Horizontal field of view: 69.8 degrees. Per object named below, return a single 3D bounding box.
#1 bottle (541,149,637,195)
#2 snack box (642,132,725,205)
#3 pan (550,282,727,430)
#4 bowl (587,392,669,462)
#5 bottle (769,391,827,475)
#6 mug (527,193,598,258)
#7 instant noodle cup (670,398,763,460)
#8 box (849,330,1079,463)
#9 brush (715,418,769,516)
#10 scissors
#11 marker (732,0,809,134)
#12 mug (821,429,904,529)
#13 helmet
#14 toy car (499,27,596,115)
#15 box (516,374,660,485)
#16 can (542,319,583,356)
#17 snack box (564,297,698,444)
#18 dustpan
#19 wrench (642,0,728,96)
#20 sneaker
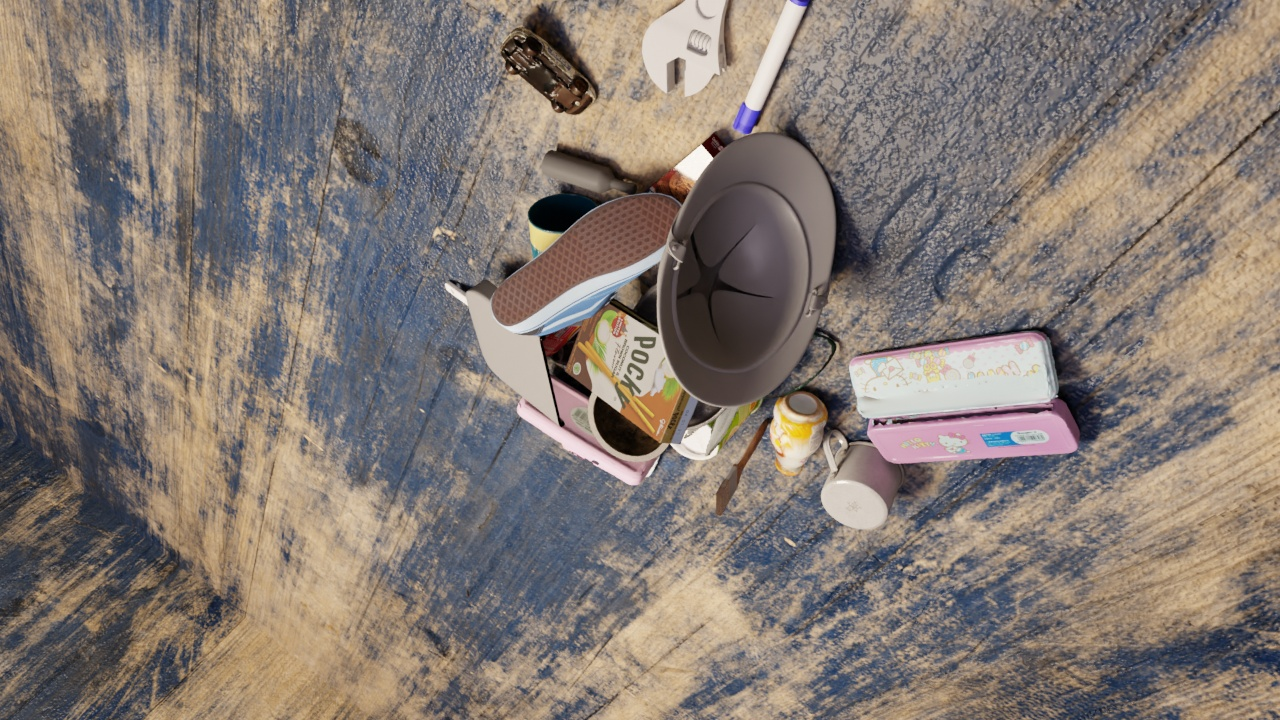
[{"bbox_3d":[-0.056,-0.207,1.033,0.113,0.030,0.030,21,134,19],"label":"bottle"},{"bbox_3d":[0.043,-0.181,0.986,0.051,0.031,0.141,48,137,-9],"label":"snack box"},{"bbox_3d":[-0.010,-0.014,1.107,0.358,0.055,0.187,-1,83,46],"label":"pan"},{"bbox_3d":[-0.003,0.066,1.201,0.121,0.056,0.121,7,108,21],"label":"bowl"},{"bbox_3d":[0.185,0.089,1.094,0.063,0.062,0.109,21,135,19],"label":"bottle"},{"bbox_3d":[-0.073,-0.126,1.076,0.114,0.083,0.107,16,133,18],"label":"mug"},{"bbox_3d":[0.083,0.061,1.106,0.099,0.107,0.099,18,134,20],"label":"instant noodle cup"},{"bbox_3d":[0.335,0.047,0.970,0.215,0.048,0.150,-10,115,39],"label":"box"},{"bbox_3d":[0.124,0.120,1.101,0.008,0.142,0.045,19,142,22],"label":"brush"},{"bbox_3d":[0.136,0.029,1.031,0.147,0.015,0.210,21,95,4],"label":"scissors"},{"bbox_3d":[0.121,-0.276,0.861,0.020,0.020,0.142,32,137,8],"label":"marker"},{"bbox_3d":[0.252,0.138,1.083,0.113,0.070,0.085,44,137,-8],"label":"mug"},{"bbox_3d":[0.086,-0.091,0.934,0.183,0.271,0.118,17,178,-22],"label":"helmet"},{"bbox_3d":[-0.097,-0.307,0.975,0.113,0.040,0.049,37,141,-24],"label":"toy car"},{"bbox_3d":[-0.073,0.107,1.280,0.202,0.086,0.103,31,149,9],"label":"box"},{"bbox_3d":[-0.113,-0.050,1.180,0.064,0.064,0.105,44,137,-5],"label":"can"},{"bbox_3d":[-0.006,0.006,1.035,0.186,0.031,0.101,34,109,43],"label":"snack box"},{"bbox_3d":[-0.188,-0.038,1.207,0.258,0.033,0.163,34,148,32],"label":"dustpan"},{"bbox_3d":[0.062,-0.366,0.830,0.087,0.018,0.274,29,135,13],"label":"wrench"},{"bbox_3d":[-0.048,-0.102,1.019,0.242,0.098,0.083,-29,72,15],"label":"sneaker"}]
